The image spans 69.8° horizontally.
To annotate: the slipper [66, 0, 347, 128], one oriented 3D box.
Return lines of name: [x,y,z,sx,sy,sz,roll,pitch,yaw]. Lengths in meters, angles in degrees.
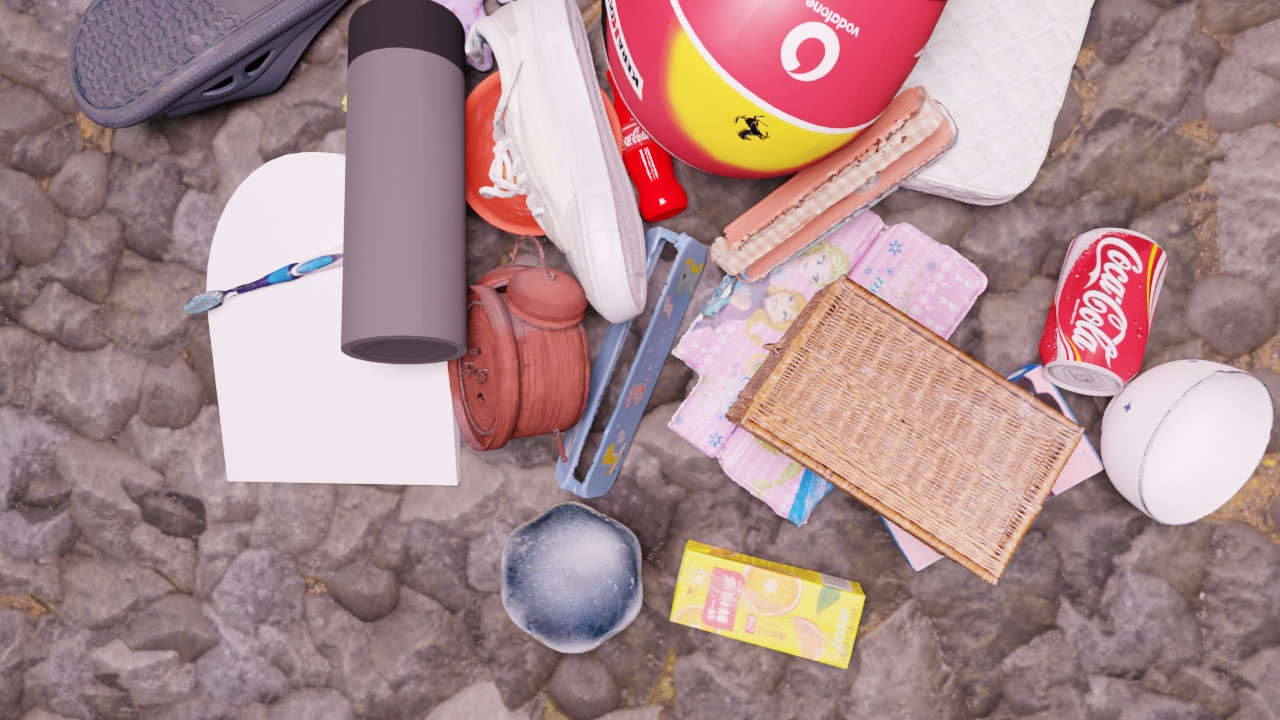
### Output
slipper: [-0.313,-0.267,0.715,0.267,0.083,0.110,-39,78,-12]

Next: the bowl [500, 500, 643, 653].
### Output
bowl: [-0.048,0.158,0.694,0.110,0.055,0.110,0,91,6]

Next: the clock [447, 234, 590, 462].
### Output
clock: [-0.088,-0.011,0.661,0.072,0.121,0.158,-4,100,-28]

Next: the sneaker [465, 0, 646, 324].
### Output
sneaker: [-0.062,-0.135,0.634,0.091,0.089,0.242,-17,82,11]

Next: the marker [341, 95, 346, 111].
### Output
marker: [-0.197,-0.247,0.725,0.021,0.017,0.124,32,93,5]

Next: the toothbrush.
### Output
toothbrush: [-0.260,-0.066,0.689,0.189,0.017,0.016,-17,108,9]

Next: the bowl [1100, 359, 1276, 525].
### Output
bowl: [0.365,0.049,0.631,0.113,0.063,0.113,-8,114,-19]

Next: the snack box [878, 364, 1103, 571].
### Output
snack box: [0.243,0.078,0.671,0.154,0.033,0.088,-30,87,6]

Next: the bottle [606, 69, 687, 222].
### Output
bottle: [0.001,-0.166,0.694,0.036,0.036,0.119,-19,88,6]

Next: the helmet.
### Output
helmet: [0.080,-0.245,0.595,0.197,0.225,0.270,23,60,-21]

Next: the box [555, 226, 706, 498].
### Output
box: [-0.001,0.005,0.684,0.059,0.068,0.210,20,93,-10]

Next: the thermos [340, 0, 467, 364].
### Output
thermos: [-0.163,-0.123,0.638,0.082,0.082,0.240,-4,77,6]

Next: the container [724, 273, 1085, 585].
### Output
container: [0.166,0.042,0.605,0.198,0.114,0.112,34,89,3]

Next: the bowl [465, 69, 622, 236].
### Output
bowl: [-0.075,-0.157,0.698,0.130,0.045,0.130,0,91,7]

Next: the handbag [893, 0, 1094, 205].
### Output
handbag: [0.230,-0.211,0.652,0.139,0.072,0.195,18,93,15]

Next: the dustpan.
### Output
dustpan: [-0.239,-0.033,0.732,0.191,0.053,0.258,0,102,6]

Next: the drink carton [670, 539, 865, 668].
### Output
drink carton: [0.093,0.180,0.684,0.134,0.043,0.058,14,93,6]

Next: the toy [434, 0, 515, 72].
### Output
toy: [-0.132,-0.274,0.708,0.080,0.036,0.099,6,90,-11]

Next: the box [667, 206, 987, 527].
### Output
box: [0.124,-0.013,0.683,0.159,0.035,0.230,36,93,4]

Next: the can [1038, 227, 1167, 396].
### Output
can: [0.318,-0.033,0.634,0.064,0.064,0.104,21,76,6]

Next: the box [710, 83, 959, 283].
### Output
box: [0.132,-0.116,0.640,0.189,0.056,0.064,-33,129,32]
